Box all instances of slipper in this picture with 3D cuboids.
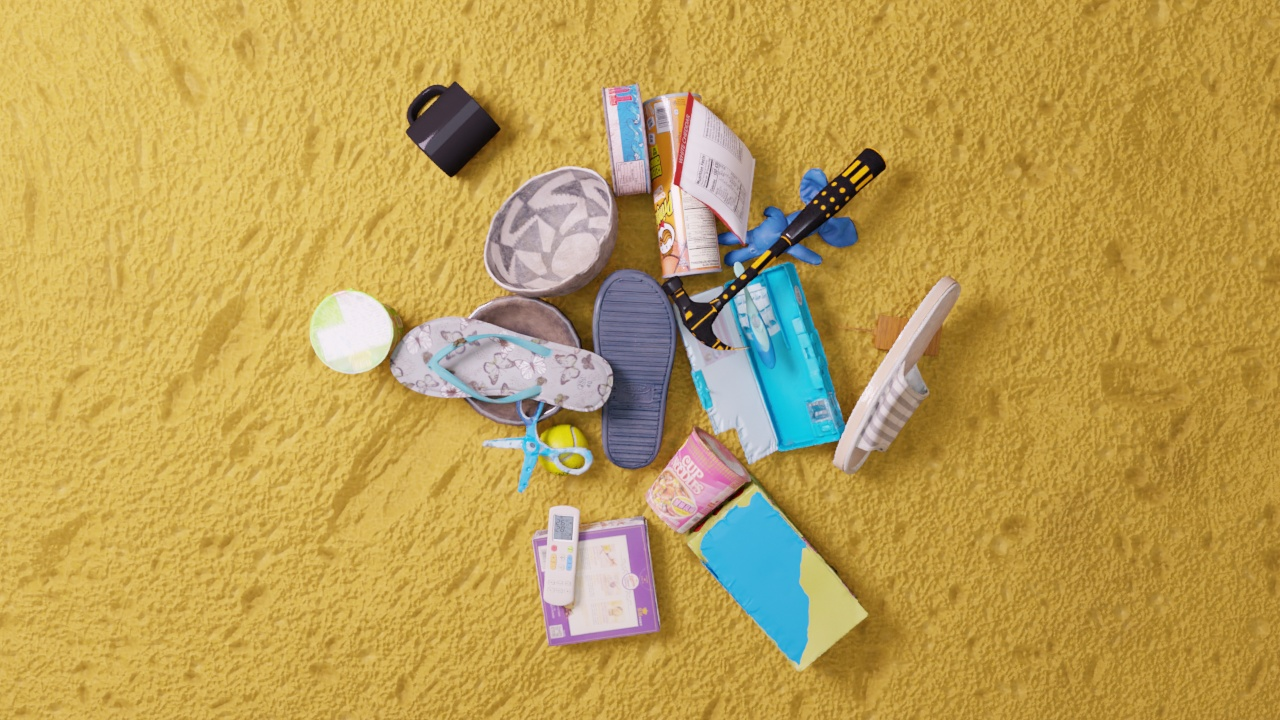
[{"bbox_3d":[-0.007,0.007,1.150,0.101,0.082,0.264,1,113,0],"label":"slipper"},{"bbox_3d":[-0.165,0.002,1.081,0.269,0.055,0.098,7,86,2],"label":"slipper"},{"bbox_3d":[0.322,0.024,1.123,0.054,0.114,0.273,33,104,31],"label":"slipper"}]

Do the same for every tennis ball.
[{"bbox_3d":[-0.098,0.113,1.156,0.065,0.065,0.065,0,93,0],"label":"tennis ball"}]

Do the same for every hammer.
[{"bbox_3d":[0.174,-0.139,1.084,0.320,0.036,0.123,-42,102,-10],"label":"hammer"}]

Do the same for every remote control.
[{"bbox_3d":[-0.098,0.243,1.147,0.038,0.018,0.125,4,92,0],"label":"remote control"}]

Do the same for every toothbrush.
[{"bbox_3d":[0.136,-0.054,1.099,0.022,0.017,0.135,-19,96,1],"label":"toothbrush"}]

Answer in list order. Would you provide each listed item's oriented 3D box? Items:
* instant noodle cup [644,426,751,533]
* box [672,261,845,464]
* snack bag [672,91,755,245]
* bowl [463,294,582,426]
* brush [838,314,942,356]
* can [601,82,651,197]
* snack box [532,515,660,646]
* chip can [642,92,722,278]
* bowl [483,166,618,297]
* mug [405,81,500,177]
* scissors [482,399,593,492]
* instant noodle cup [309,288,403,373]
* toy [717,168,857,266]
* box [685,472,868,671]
[{"bbox_3d":[0.066,0.154,1.151,0.097,0.097,0.109,43,99,-3],"label":"instant noodle cup"},{"bbox_3d":[0.147,0.008,1.147,0.169,0.086,0.227,-18,93,2],"label":"box"},{"bbox_3d":[0.094,-0.227,1.092,0.039,0.144,0.130,-11,59,39],"label":"snack bag"},{"bbox_3d":[-0.150,-0.001,1.147,0.162,0.070,0.162,0,93,0],"label":"bowl"},{"bbox_3d":[0.319,-0.035,1.173,0.126,0.017,0.048,7,93,-1],"label":"brush"},{"bbox_3d":[-0.017,-0.263,1.101,0.044,0.130,0.130,-7,93,0],"label":"can"},{"bbox_3d":[-0.056,0.283,1.179,0.148,0.040,0.143,-8,93,0],"label":"snack box"},{"bbox_3d":[0.051,-0.212,1.132,0.075,0.075,0.215,-7,93,0],"label":"chip can"},{"bbox_3d":[-0.097,-0.142,1.120,0.179,0.081,0.178,-12,59,21],"label":"bowl"},{"bbox_3d":[-0.241,-0.294,1.133,0.088,0.078,0.113,-44,66,2],"label":"mug"},{"bbox_3d":[-0.123,0.094,1.112,0.134,0.011,0.139,2,94,1],"label":"scissors"},{"bbox_3d":[-0.338,-0.036,1.125,0.099,0.108,0.099,0,93,0],"label":"instant noodle cup"},{"bbox_3d":[0.181,-0.169,1.142,0.176,0.071,0.113,-19,104,1],"label":"toy"},{"bbox_3d":[0.168,0.265,1.162,0.124,0.083,0.221,-43,90,2],"label":"box"}]
